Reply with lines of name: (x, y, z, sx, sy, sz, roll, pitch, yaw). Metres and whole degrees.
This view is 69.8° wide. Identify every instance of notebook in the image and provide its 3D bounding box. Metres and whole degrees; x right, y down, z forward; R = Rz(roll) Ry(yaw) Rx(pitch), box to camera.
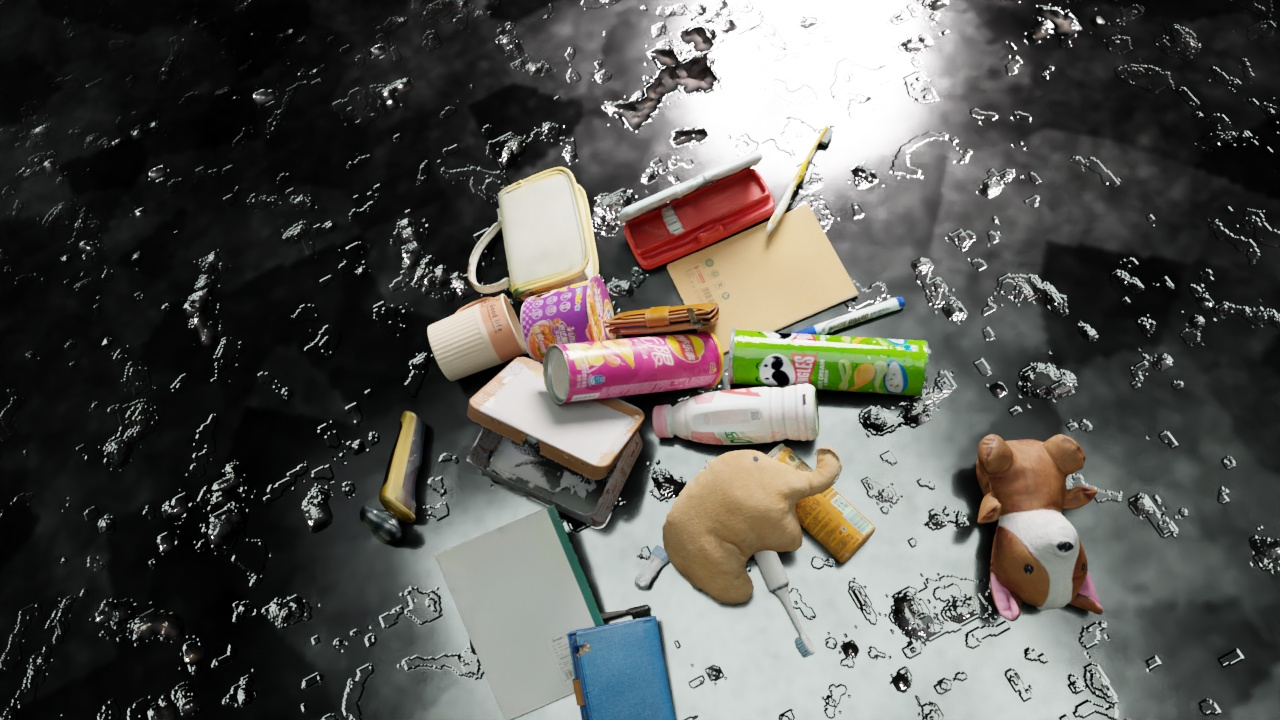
notebook: (0.156, -0.105, 1.196, 0.207, 0.008, 0.147, -24, 69, -1)
notebook: (-0.127, 0.289, 1.053, 0.150, 0.012, 0.209, -23, 89, -1)

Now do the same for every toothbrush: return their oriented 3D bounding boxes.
toothbrush: (0.214, -0.242, 1.229, 0.018, 0.016, 0.191, 28, 72, 7)
toothbrush: (-0.093, 0.312, 1.072, 0.213, 0.026, 0.027, -11, 102, 2)
toothbrush: (0.150, 0.235, 1.065, 0.026, 0.026, 0.221, -39, 65, 35)

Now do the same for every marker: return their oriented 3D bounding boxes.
marker: (0.263, -0.051, 1.158, 0.146, 0.017, 0.017, -19, 69, 1)

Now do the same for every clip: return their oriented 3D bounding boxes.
clip: (0.013, 0.245, 1.083, 0.024, 0.028, 0.056, 35, 68, 16)

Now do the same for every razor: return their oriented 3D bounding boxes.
razor: (-0.304, 0.143, 1.146, 0.067, 0.062, 0.167, 16, 65, -19)

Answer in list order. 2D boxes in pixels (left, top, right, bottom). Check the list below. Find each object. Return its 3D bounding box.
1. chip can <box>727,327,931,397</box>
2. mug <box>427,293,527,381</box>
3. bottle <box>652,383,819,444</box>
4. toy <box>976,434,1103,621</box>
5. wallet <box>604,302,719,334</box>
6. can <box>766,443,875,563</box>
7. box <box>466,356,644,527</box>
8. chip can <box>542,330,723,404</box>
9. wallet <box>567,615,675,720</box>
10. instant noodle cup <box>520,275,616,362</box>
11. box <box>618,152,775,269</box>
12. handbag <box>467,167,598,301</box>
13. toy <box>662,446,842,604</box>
chip can: (0.226, 0.002, 1.115, 0.236, 0.072, 0.072, 4, 71, 8)
mug: (-0.213, -0.038, 1.190, 0.106, 0.082, 0.114, -22, 42, 1)
bottle: (0.113, 0.067, 1.105, 0.197, 0.068, 0.068, -4, 69, 15)
toy: (0.435, 0.180, 1.002, 0.140, 0.130, 0.199, -1, 80, 1)
wallet: (0.028, -0.050, 1.135, 0.131, 0.119, 0.035, -5, 93, 10)
can: (0.200, 0.165, 1.066, 0.058, 0.058, 0.146, -43, 71, -9)
box: (-0.099, 0.086, 1.076, 0.182, 0.168, 0.150, 22, 76, 15)
chip can: (-0.006, 0.006, 1.090, 0.210, 0.072, 0.071, -5, 66, -29)
wallet: (-0.022, 0.362, 1.028, 0.106, 0.040, 0.133, -11, 80, -3)
instant noodle cup: (-0.093, -0.046, 1.161, 0.099, 0.111, 0.111, -7, 69, 14)
box: (0.071, -0.208, 1.197, 0.201, 0.099, 0.095, -24, 68, -1)
handbag: (-0.151, -0.158, 1.234, 0.179, 0.063, 0.163, -16, 69, 12)
toy: (0.120, 0.165, 1.033, 0.143, 0.082, 0.226, 42, 105, 7)
